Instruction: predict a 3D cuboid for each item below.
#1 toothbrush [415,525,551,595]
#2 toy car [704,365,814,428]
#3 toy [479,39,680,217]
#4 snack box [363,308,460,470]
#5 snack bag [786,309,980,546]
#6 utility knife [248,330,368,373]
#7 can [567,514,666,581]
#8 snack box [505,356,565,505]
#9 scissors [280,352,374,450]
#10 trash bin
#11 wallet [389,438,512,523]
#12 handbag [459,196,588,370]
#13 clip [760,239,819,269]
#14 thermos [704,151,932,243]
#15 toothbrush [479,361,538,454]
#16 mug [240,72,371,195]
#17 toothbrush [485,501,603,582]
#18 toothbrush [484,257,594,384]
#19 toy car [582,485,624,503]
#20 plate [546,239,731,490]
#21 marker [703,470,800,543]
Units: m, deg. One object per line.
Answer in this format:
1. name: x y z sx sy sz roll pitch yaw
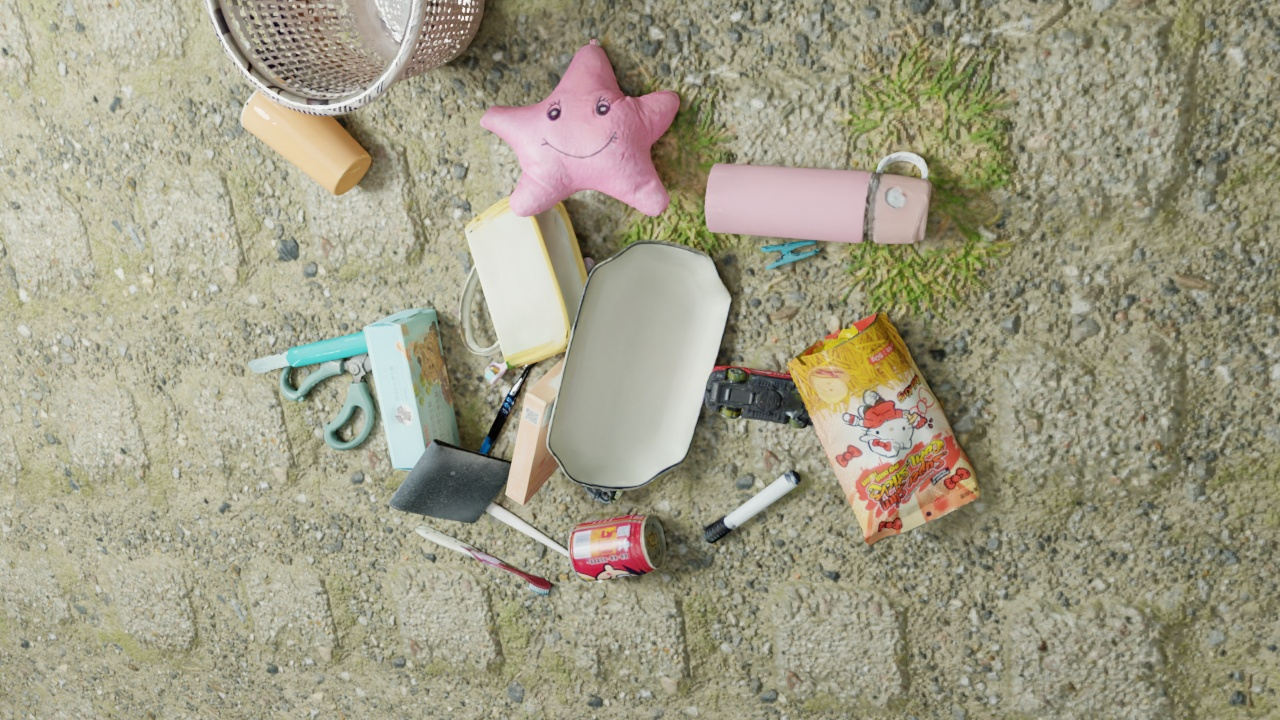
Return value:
1. toothbrush: -0.194 0.244 1.123 0.188 0.016 0.017 21 122 12
2. toy car: 0.126 0.033 0.924 0.120 0.045 0.053 11 111 4
3. toy: -0.060 -0.223 0.885 0.195 0.074 0.178 2 82 6
4. snack box: -0.258 0.032 1.044 0.052 0.074 0.175 -2 106 19
5. snack bag: 0.233 0.066 0.883 0.128 0.073 0.208 -28 97 1
6. utility knife: -0.381 -0.012 1.091 0.209 0.013 0.029 -11 93 17
7. can: -0.025 0.208 1.023 0.094 0.066 0.066 -14 102 22
8. snack box: -0.101 0.074 0.974 0.026 0.084 0.158 28 130 13
9. scissors: -0.353 0.041 1.113 0.178 0.019 0.169 -21 98 21
10. trash bin: -0.253 -0.349 0.854 0.228 0.191 0.228 6 109 17
11. wallet: -0.210 0.140 1.044 0.097 0.120 0.019 -51 45 17
12. handbag: -0.134 -0.075 0.970 0.179 0.063 0.163 -19 88 41
13. clip: 0.145 -0.105 0.891 0.057 0.014 0.048 -10 101 21
14. thermos: 0.164 -0.153 0.845 0.199 0.067 0.087 6 79 18
15. toothbrush: -0.155 0.055 1.048 0.014 0.016 0.190 36 116 12
16. mug: -0.358 -0.240 0.996 0.123 0.078 0.078 42 115 -3
17. toothbrush: -0.118 0.212 1.084 0.180 0.016 0.016 29 111 10
18. toothbrush: -0.111 -0.044 0.999 0.021 0.029 0.190 25 120 -35
19. toy car: -0.025 0.108 1.009 0.049 0.031 0.106 31 106 7
20. plate: -0.005 0.005 0.927 0.162 0.034 0.266 7 107 -23
21. marker: 0.118 0.157 0.983 0.131 0.018 0.022 -42 81 26
